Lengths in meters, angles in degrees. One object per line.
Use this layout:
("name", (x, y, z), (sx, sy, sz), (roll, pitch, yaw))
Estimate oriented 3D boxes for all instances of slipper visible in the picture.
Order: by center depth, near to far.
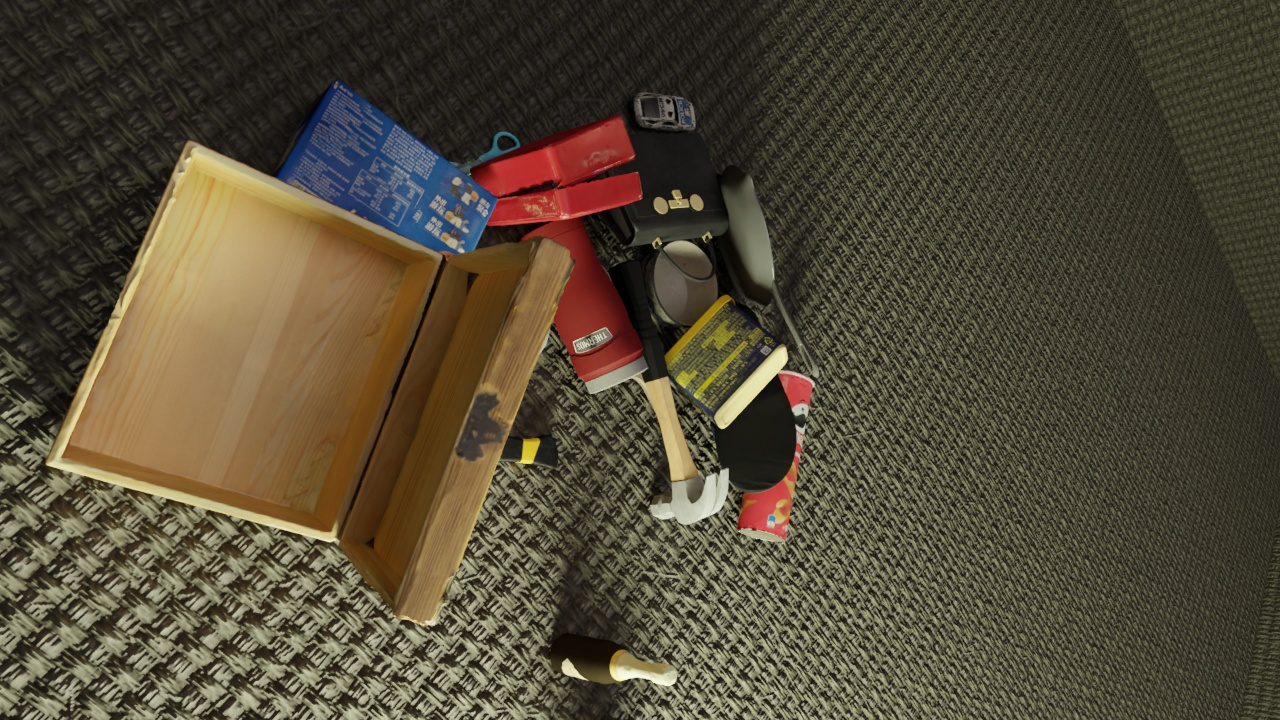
("slipper", (0.137, 0.055, 1.235), (0.109, 0.084, 0.265), (-9, 67, -5))

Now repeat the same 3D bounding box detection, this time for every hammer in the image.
("hammer", (-0.221, 0.087, 0.969), (0.324, 0.034, 0.169), (13, 76, -40))
("hammer", (0.024, 0.038, 1.126), (0.039, 0.131, 0.328), (-16, 89, -35))

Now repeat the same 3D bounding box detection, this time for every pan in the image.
("pan", (0.149, -0.114, 1.184), (0.024, 0.217, 0.354), (-16, 53, -8))

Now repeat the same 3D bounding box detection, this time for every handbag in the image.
("handbag", (0.035, -0.184, 1.156), (0.175, 0.072, 0.195), (-13, 72, -41))

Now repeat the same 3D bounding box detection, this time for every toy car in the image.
("toy car", (0.036, -0.337, 1.242), (0.112, 0.041, 0.048), (-9, 90, -41))

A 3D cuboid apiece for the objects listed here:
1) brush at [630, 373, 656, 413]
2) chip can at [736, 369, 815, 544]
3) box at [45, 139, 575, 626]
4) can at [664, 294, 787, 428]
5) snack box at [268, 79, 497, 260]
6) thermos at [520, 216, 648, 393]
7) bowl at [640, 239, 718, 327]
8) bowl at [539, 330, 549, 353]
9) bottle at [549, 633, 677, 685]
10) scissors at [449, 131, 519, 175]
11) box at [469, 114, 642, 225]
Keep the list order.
("brush", (-0.007, 0.007, 1.171), (0.038, 0.012, 0.151), (-46, 113, -34))
("chip can", (0.188, 0.133, 1.278), (0.073, 0.073, 0.232), (27, 67, -34))
("box", (-0.249, 0.006, 0.707), (0.286, 0.337, 0.279), (24, 80, -30))
("can", (0.106, 0.003, 1.168), (0.135, 0.104, 0.075), (-46, 158, -5))
("snack box", (-0.268, -0.156, 0.938), (0.202, 0.069, 0.154), (34, 62, -31))
("thermos", (-0.063, -0.068, 1.088), (0.198, 0.084, 0.108), (66, 16, -3))
("bowl", (0.041, -0.096, 1.196), (0.115, 0.059, 0.115), (7, 78, -39))
("bowl", (-0.144, -0.043, 1.045), (0.106, 0.039, 0.106), (7, 78, -39))
("bottle", (-0.028, 0.327, 0.989), (0.045, 0.185, 0.045), (7, 78, -39))
("scissors", (-0.183, -0.234, 1.059), (0.142, 0.015, 0.095), (5, 81, -46))
("box", (-0.095, -0.207, 1.024), (0.129, 0.158, 0.098), (-29, 112, -40))
